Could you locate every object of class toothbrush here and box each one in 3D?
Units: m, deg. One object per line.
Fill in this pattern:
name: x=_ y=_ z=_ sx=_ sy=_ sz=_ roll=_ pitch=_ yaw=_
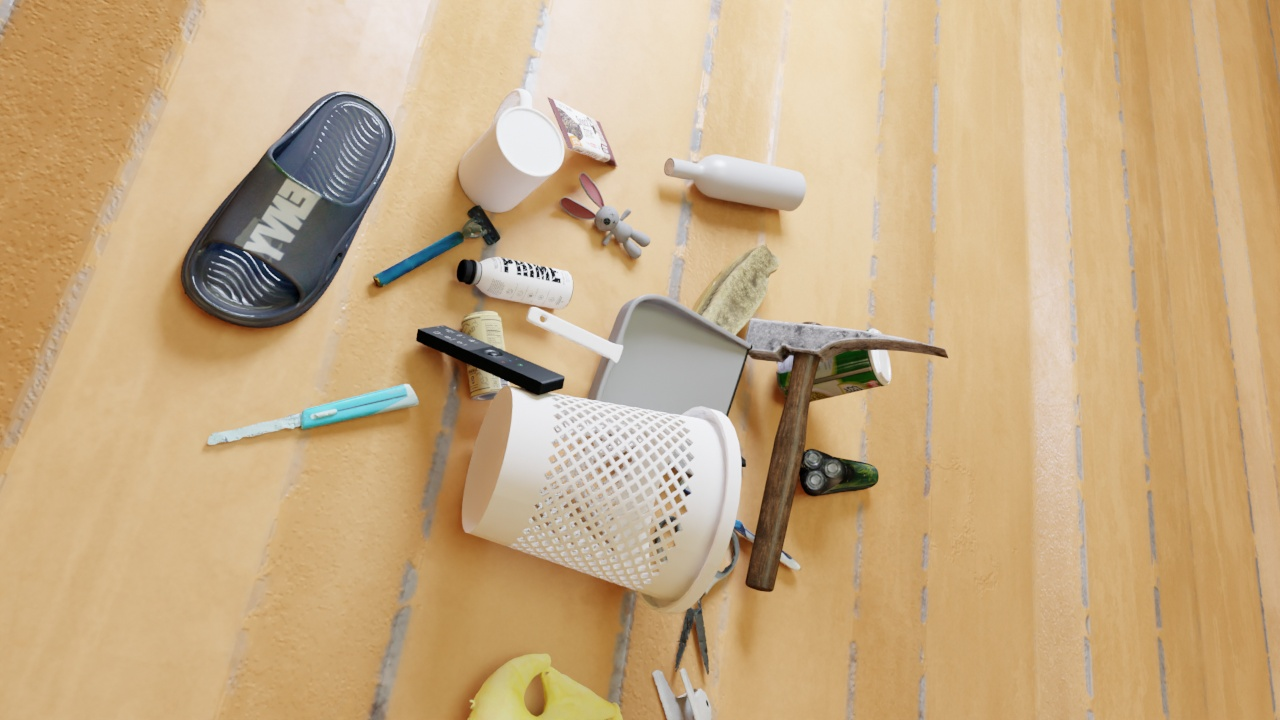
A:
toothbrush: x=0.112 y=0.182 z=1.013 sx=0.189 sy=0.016 sz=0.017 roll=37 pitch=90 yaw=-20

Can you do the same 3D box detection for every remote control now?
remote control: x=-0.137 y=-0.003 z=0.828 sx=0.034 sy=0.150 sz=0.013 roll=-15 pitch=122 yaw=-57

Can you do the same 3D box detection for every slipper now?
slipper: x=-0.285 y=-0.143 z=0.799 sx=0.110 sy=0.084 sz=0.267 roll=37 pitch=56 yaw=-23

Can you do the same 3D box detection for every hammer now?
hammer: x=0.194 y=0.106 z=0.986 sx=0.037 sy=0.218 sz=0.300 roll=34 pitch=67 yaw=-60

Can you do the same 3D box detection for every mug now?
mug: x=-0.131 y=-0.217 z=0.924 sx=0.073 sy=0.091 sz=0.110 roll=9 pitch=70 yaw=-33

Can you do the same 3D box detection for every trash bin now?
trash bin: x=-0.045 y=0.113 z=0.833 sx=0.199 sy=0.196 sz=0.195 roll=17 pitch=66 yaw=-19

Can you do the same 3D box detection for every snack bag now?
snack bag: x=-0.058 y=-0.242 z=0.980 sx=0.057 sy=0.013 sz=0.157 roll=67 pitch=17 yaw=3

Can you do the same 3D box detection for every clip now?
clip: x=0.051 y=0.351 z=0.910 sx=0.052 sy=0.058 sz=0.102 roll=-16 pitch=85 yaw=-13

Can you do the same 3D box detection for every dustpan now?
dustpan: x=-0.006 y=0.006 z=0.956 sx=0.257 sy=0.033 sz=0.163 roll=25 pitch=75 yaw=-20

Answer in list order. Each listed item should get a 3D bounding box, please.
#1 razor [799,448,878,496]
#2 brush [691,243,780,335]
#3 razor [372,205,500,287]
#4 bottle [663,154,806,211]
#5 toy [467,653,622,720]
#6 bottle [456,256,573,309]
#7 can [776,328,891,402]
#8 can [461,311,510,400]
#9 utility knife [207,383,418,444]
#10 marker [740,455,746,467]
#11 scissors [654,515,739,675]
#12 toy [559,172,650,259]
razor: x=0.241 y=0.135 z=1.091 sx=0.151 sy=0.067 sz=0.054 roll=9 pitch=74 yaw=-41
brush: x=0.109 y=-0.072 z=1.075 sx=0.059 sy=0.043 sz=0.194 roll=48 pitch=56 yaw=-14
razor: x=-0.197 y=-0.108 z=0.887 sx=0.143 sy=0.022 sz=0.042 roll=-37 pitch=97 yaw=-36
bottle: x=0.114 y=-0.221 z=1.120 sx=0.195 sy=0.053 sz=0.052 roll=3 pitch=74 yaw=-34
toy: x=-0.085 y=0.345 z=0.795 sx=0.170 sy=0.065 sz=0.154 roll=42 pitch=50 yaw=-17
bottle: x=-0.126 y=-0.079 z=0.915 sx=0.116 sy=0.041 sz=0.041 roll=9 pitch=70 yaw=-33
can: x=0.227 y=0.009 z=1.075 sx=0.067 sy=0.121 sz=0.067 roll=31 pitch=51 yaw=-49
can: x=-0.148 y=-0.004 z=0.877 sx=0.038 sy=0.038 sz=0.079 roll=-1 pitch=76 yaw=-35
utility knife: x=-0.277 y=0.050 z=0.787 sx=0.178 sy=0.015 sz=0.022 roll=-16 pitch=86 yaw=-35
marker: x=0.065 y=0.071 z=1.021 sx=0.152 sy=0.011 sz=0.011 roll=42 pitch=56 yaw=-17
scissors: x=0.060 y=0.235 z=0.963 sx=0.165 sy=0.013 sz=0.157 roll=-34 pitch=94 yaw=-37
toy: x=-0.037 y=-0.156 z=1.008 sx=0.111 sy=0.030 sz=0.049 roll=38 pitch=86 yaw=-22
